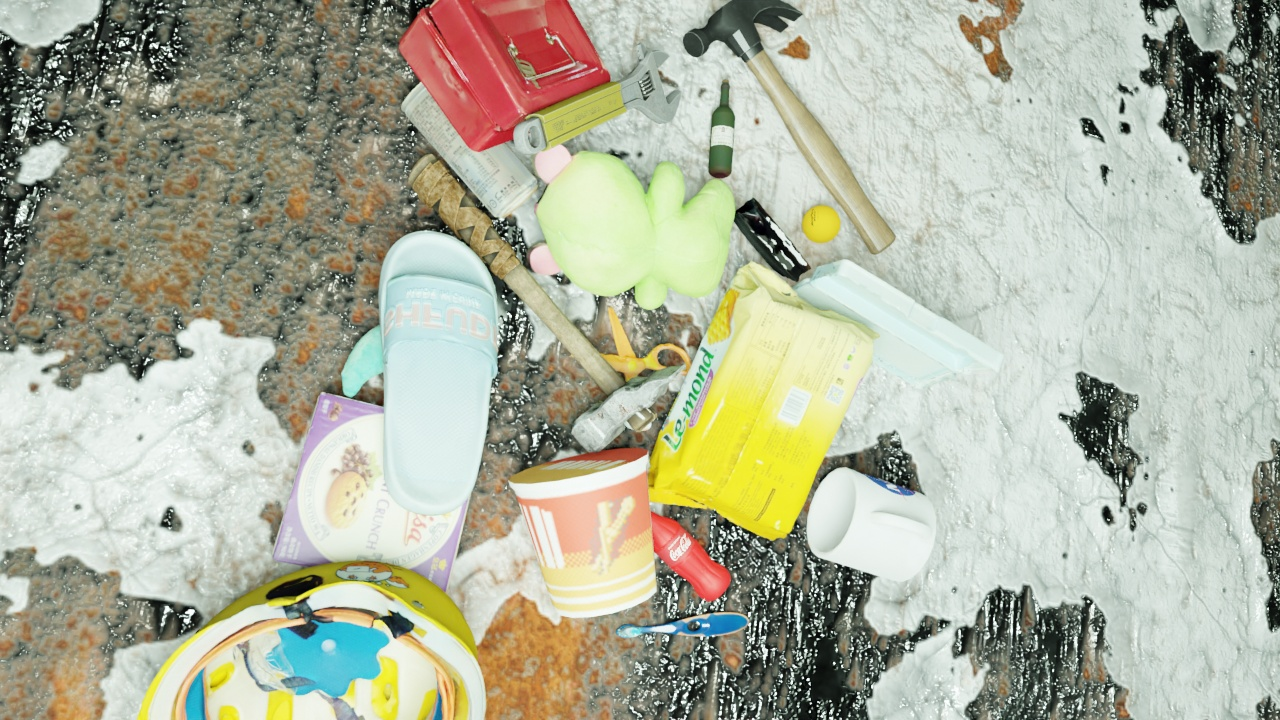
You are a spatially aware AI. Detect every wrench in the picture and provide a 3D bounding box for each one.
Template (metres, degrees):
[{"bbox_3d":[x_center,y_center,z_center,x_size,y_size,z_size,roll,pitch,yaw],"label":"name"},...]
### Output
[{"bbox_3d":[-0.032,-0.233,0.844,0.272,0.018,0.084,-43,130,-48],"label":"wrench"}]

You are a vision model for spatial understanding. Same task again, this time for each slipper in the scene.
[{"bbox_3d":[-0.168,0.006,0.771,0.104,0.074,0.245,5,74,-21],"label":"slipper"}]

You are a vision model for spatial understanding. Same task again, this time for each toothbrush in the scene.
[{"bbox_3d":[0.043,0.253,0.873,0.135,0.017,0.021,1,84,-18],"label":"toothbrush"}]

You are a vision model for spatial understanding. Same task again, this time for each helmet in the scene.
[{"bbox_3d":[-0.240,0.246,0.714,0.240,0.139,0.209,2,104,-8],"label":"helmet"}]

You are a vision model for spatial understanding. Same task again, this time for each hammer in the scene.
[{"bbox_3d":[-0.098,-0.061,0.838,0.319,0.122,0.048,48,33,2],"label":"hammer"},{"bbox_3d":[0.179,-0.247,0.976,0.132,0.040,0.305,-42,100,-28],"label":"hammer"}]

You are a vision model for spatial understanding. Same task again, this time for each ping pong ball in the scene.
[{"bbox_3d":[0.191,-0.144,0.968,0.040,0.040,0.040,3,81,-18],"label":"ping pong ball"}]

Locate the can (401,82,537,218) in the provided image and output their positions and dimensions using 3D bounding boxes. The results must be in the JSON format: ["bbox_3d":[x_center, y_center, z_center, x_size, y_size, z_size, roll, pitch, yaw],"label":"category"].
[{"bbox_3d":[-0.157,-0.199,0.854,0.054,0.054,0.135,-43,96,-19],"label":"can"}]

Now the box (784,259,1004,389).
[{"bbox_3d":[0.247,-0.033,0.920,0.197,0.135,0.040,30,75,-12],"label":"box"}]

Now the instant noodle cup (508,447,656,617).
[{"bbox_3d":[-0.043,0.151,0.812,0.123,0.123,0.121,-12,93,-20],"label":"instant noodle cup"}]

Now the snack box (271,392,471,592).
[{"bbox_3d":[-0.223,0.115,0.792,0.148,0.041,0.143,15,77,-16],"label":"snack box"}]

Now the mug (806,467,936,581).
[{"bbox_3d":[0.232,0.160,0.894,0.090,0.121,0.091,20,77,-15],"label":"mug"}]

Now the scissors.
[{"bbox_3d":[-0.009,0.012,0.895,0.125,0.011,0.128,11,79,-18],"label":"scissors"}]

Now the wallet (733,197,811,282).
[{"bbox_3d":[0.127,-0.118,0.909,0.026,0.115,0.089,-40,94,6],"label":"wallet"}]

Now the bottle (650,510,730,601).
[{"bbox_3d":[0.034,0.177,0.871,0.119,0.036,0.036,45,71,-7],"label":"bottle"}]

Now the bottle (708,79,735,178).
[{"bbox_3d":[0.086,-0.243,0.956,0.025,0.025,0.106,7,80,-17],"label":"bottle"}]

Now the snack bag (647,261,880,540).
[{"bbox_3d":[0.119,0.048,0.876,0.159,0.068,0.247,24,91,-15],"label":"snack bag"}]

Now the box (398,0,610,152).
[{"bbox_3d":[-0.118,-0.273,0.833,0.129,0.093,0.157,57,39,-4],"label":"box"}]

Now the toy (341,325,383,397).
[{"bbox_3d":[-0.207,0.004,0.816,0.105,0.033,0.085,14,67,-16],"label":"toy"}]

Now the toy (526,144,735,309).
[{"bbox_3d":[-0.005,-0.116,0.855,0.196,0.107,0.150,0,123,-19],"label":"toy"}]
